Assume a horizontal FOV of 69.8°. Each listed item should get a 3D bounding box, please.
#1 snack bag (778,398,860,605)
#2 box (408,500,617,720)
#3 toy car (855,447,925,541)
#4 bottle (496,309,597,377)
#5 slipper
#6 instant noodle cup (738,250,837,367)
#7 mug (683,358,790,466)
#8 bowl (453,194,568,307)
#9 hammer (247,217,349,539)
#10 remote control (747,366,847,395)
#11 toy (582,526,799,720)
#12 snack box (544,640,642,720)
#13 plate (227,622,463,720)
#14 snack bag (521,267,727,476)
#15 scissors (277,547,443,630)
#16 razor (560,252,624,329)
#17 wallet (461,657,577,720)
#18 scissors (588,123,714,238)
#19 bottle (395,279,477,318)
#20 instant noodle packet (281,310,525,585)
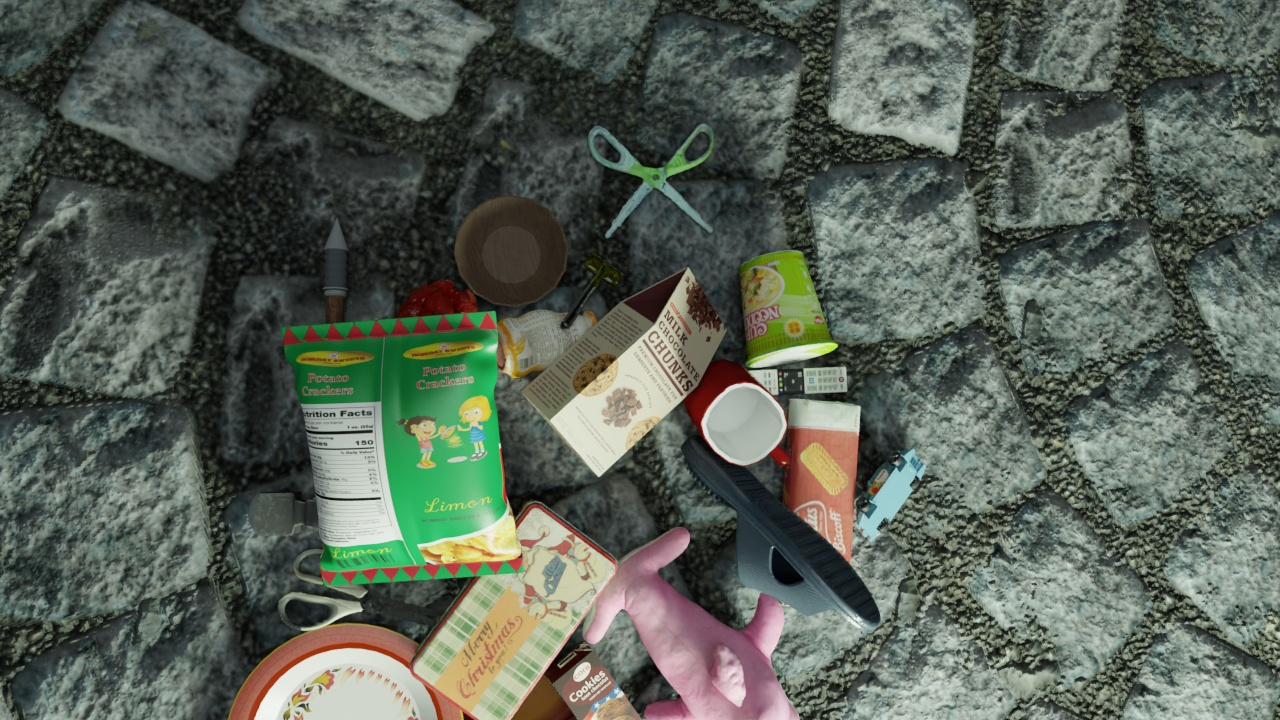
[{"bbox_3d":[0.191,0.154,0.992,0.077,0.041,0.225,5,85,-10],"label":"snack bag"},{"bbox_3d":[-0.123,0.249,0.906,0.117,0.050,0.205,39,83,-4],"label":"box"},{"bbox_3d":[0.265,0.143,1.003,0.107,0.027,0.060,-51,129,-9],"label":"toy car"},{"bbox_3d":[-0.097,-0.022,0.948,0.108,0.063,0.063,-16,89,-23],"label":"bottle"},{"bbox_3d":[0.123,0.188,0.929,0.263,0.101,0.083,45,104,20],"label":"slipper"},{"bbox_3d":[0.148,-0.055,0.974,0.099,0.099,0.108,-10,81,-9],"label":"instant noodle cup"},{"bbox_3d":[0.106,0.062,0.948,0.080,0.096,0.116,-45,105,4],"label":"mug"},{"bbox_3d":[-0.135,-0.112,0.962,0.118,0.030,0.118,0,87,-8],"label":"bowl"},{"bbox_3d":[-0.310,0.017,0.928,0.156,0.043,0.322,0,84,-8],"label":"hammer"},{"bbox_3d":[0.166,0.023,1.008,0.124,0.012,0.028,-2,87,-9],"label":"remote control"},{"bbox_3d":[0.068,0.301,0.923,0.186,0.128,0.265,-45,88,-4],"label":"toy"},{"bbox_3d":[-0.036,0.359,0.933,0.051,0.032,0.141,-36,104,-17],"label":"snack box"},{"bbox_3d":[-0.293,0.377,0.916,0.229,0.021,0.229,0,87,-8],"label":"plate"},{"bbox_3d":[-0.006,0.005,0.934,0.206,0.070,0.094,-42,128,-8],"label":"snack bag"},{"bbox_3d":[-0.280,0.250,0.915,0.169,0.013,0.132,43,68,7],"label":"scissors"},{"bbox_3d":[-0.056,-0.067,0.950,0.042,0.026,0.105,36,49,-6],"label":"razor"},{"bbox_3d":[-0.120,0.362,0.946,0.115,0.018,0.091,-37,93,-7],"label":"wallet"},{"bbox_3d":[0.015,-0.198,1.000,0.172,0.021,0.171,43,79,-8],"label":"scissors"},{"bbox_3d":[-0.203,-0.019,0.918,0.099,0.099,0.111,11,44,-8],"label":"bottle"},{"bbox_3d":[-0.217,0.086,0.852,0.195,0.090,0.253,-4,102,2],"label":"instant noodle packet"}]
